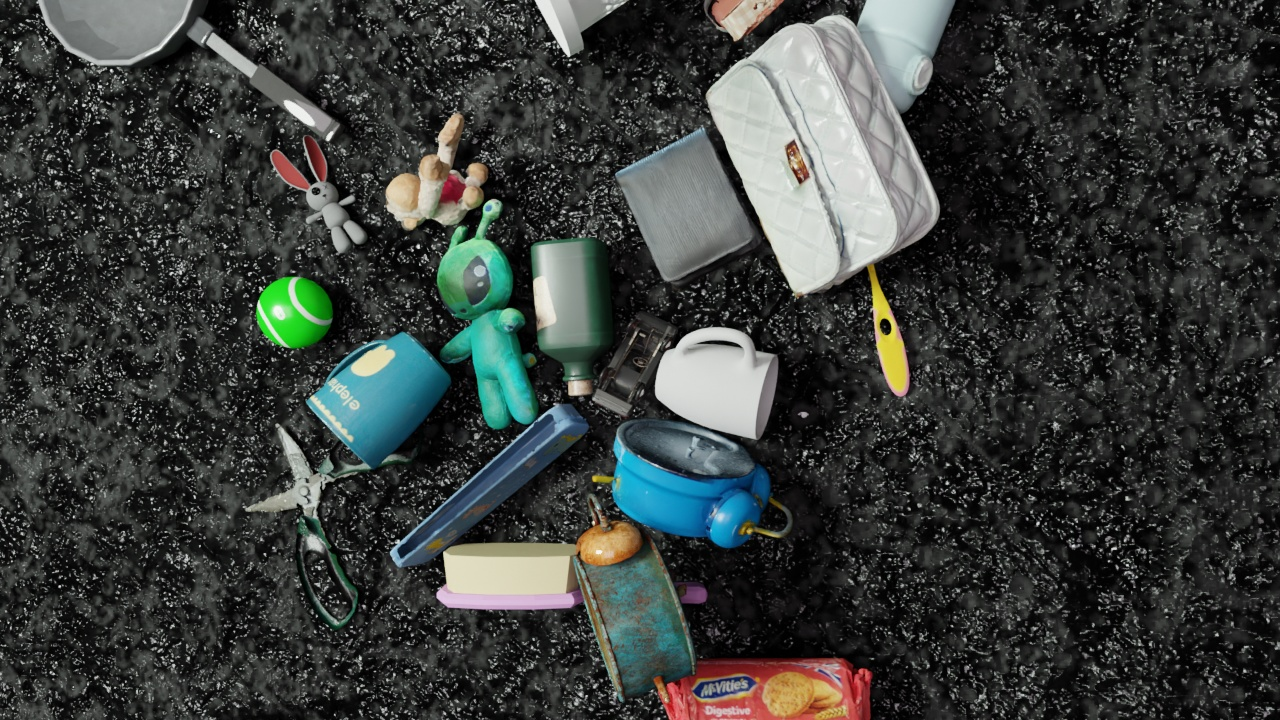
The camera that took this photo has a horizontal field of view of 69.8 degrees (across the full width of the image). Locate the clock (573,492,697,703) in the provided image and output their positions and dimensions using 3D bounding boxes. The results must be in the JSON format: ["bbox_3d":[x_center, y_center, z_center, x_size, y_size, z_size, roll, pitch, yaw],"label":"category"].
[{"bbox_3d":[-0.006,0.174,0.704,0.073,0.121,0.157,-18,81,-11],"label":"clock"}]

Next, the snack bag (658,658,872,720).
[{"bbox_3d":[0.103,0.288,0.758,0.176,0.082,0.082,-5,91,12],"label":"snack bag"}]

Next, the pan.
[{"bbox_3d":[-0.414,-0.311,0.861,0.357,0.041,0.179,37,98,8],"label":"pan"}]

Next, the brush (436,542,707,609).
[{"bbox_3d":[-0.057,0.185,0.789,0.228,0.089,0.043,0,87,-1],"label":"brush"}]

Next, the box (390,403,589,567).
[{"bbox_3d":[-0.131,0.115,0.806,0.210,0.065,0.037,-42,80,9],"label":"box"}]

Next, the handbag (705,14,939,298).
[{"bbox_3d":[0.133,-0.157,0.719,0.139,0.072,0.195,-29,83,53],"label":"handbag"}]

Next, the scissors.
[{"bbox_3d":[-0.274,0.139,0.862,0.202,0.015,0.201,-24,89,11],"label":"scissors"}]

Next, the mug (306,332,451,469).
[{"bbox_3d":[-0.234,0.024,0.815,0.104,0.084,0.112,-44,48,-13],"label":"mug"}]

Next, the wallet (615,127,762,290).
[{"bbox_3d":[0.040,-0.129,0.783,0.089,0.026,0.115,-27,86,13],"label":"wallet"}]

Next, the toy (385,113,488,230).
[{"bbox_3d":[-0.185,-0.156,0.813,0.106,0.074,0.085,-27,44,32],"label":"toy"}]

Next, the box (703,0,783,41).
[{"bbox_3d":[0.134,-0.338,0.748,0.187,0.085,0.048,-42,116,8],"label":"box"}]

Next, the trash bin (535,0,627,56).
[{"bbox_3d":[-0.012,-0.375,0.716,0.199,0.195,0.195,-27,86,1],"label":"trash bin"}]

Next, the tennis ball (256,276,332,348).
[{"bbox_3d":[-0.315,-0.044,0.837,0.065,0.065,0.065,0,92,11],"label":"tennis ball"}]

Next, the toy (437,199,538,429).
[{"bbox_3d":[-0.130,-0.036,0.801,0.131,0.072,0.193,-16,89,47],"label":"toy"}]

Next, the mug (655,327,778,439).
[{"bbox_3d":[0.060,0.009,0.748,0.089,0.107,0.071,12,52,17],"label":"mug"}]

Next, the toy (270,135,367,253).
[{"bbox_3d":[-0.293,-0.151,0.847,0.049,0.030,0.111,-32,88,-18],"label":"toy"}]

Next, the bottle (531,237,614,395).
[{"bbox_3d":[-0.056,-0.036,0.787,0.061,0.061,0.131,-4,91,9],"label":"bottle"}]

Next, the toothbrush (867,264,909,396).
[{"bbox_3d":[0.201,-0.036,0.758,0.021,0.016,0.135,-14,89,10],"label":"toothbrush"}]

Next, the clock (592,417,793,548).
[{"bbox_3d":[0.048,0.100,0.745,0.161,0.116,0.060,20,106,14],"label":"clock"}]

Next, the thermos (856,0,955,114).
[{"bbox_3d":[0.219,-0.299,0.721,0.078,0.065,0.207,25,97,44],"label":"thermos"}]

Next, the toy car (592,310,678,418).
[{"bbox_3d":[-0.005,0.005,0.785,0.040,0.037,0.092,26,71,11],"label":"toy car"}]
